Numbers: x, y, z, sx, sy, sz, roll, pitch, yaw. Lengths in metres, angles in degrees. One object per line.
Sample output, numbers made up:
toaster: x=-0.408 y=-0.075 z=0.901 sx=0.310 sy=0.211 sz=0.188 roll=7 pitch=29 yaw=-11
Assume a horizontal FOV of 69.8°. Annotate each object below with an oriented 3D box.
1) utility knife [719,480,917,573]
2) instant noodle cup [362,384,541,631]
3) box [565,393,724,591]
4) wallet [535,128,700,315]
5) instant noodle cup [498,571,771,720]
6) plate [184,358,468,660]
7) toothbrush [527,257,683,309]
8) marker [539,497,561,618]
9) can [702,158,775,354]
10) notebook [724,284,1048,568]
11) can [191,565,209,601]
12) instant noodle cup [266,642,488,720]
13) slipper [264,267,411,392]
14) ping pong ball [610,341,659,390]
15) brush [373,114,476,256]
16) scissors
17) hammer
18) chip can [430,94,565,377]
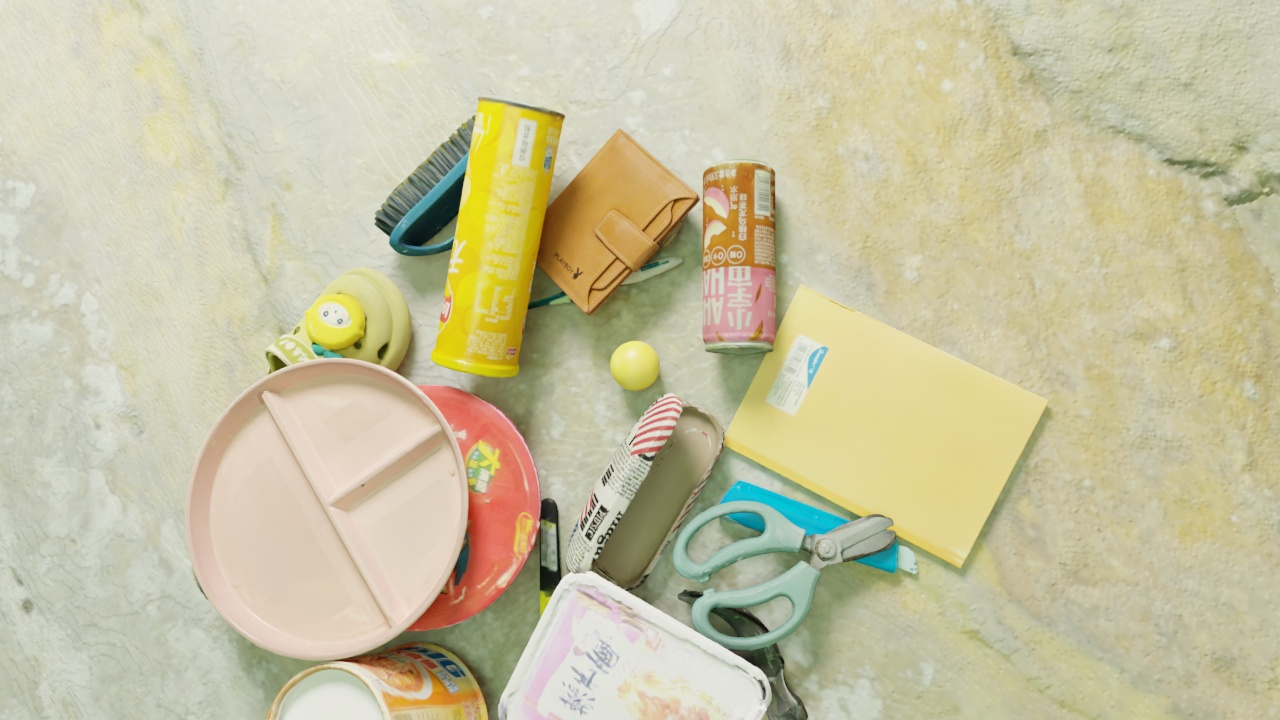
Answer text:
utility knife: x=0.138 y=0.132 z=0.715 sx=0.160 sy=0.018 sz=0.034 roll=18 pitch=90 yaw=11
instant noodle cup: x=-0.170 y=0.118 z=0.750 sx=0.194 sy=0.066 sz=0.193 roll=-1 pitch=81 yaw=7
box: x=-0.006 y=0.100 z=0.713 sx=0.076 sy=0.087 sz=0.163 roll=34 pitch=96 yaw=27
wallet: x=-0.027 y=-0.113 z=0.751 sx=0.132 sy=0.031 sz=0.108 roll=-46 pitch=62 yaw=6
instant noodle cup: x=-0.003 y=0.248 z=0.682 sx=0.173 sy=0.060 sz=0.138 roll=27 pitch=93 yaw=13
plate: x=-0.241 y=0.113 z=0.713 sx=0.229 sy=0.028 sz=0.229 roll=-1 pitch=80 yaw=7
toothbrush: x=-0.054 y=-0.053 z=0.770 sx=0.192 sy=0.016 sz=0.018 roll=-17 pitch=93 yaw=11
marker: x=-0.074 y=0.176 z=0.759 sx=0.018 sy=0.015 sz=0.124 roll=-4 pitch=82 yaw=11
can: x=0.077 y=-0.080 z=0.722 sx=0.058 sy=0.058 sz=0.147 roll=0 pitch=86 yaw=12
notebook: x=0.186 y=0.048 z=0.714 sx=0.206 sy=0.010 sz=0.146 roll=27 pitch=92 yaw=13
can: x=-0.311 y=0.161 z=0.779 sx=0.111 sy=0.075 sz=0.075 roll=-18 pitch=82 yaw=10
instant noodle cup: x=-0.210 y=0.296 z=0.711 sx=0.152 sy=0.111 sz=0.151 roll=-7 pitch=70 yaw=21
slipper: x=-0.272 y=0.009 z=0.780 sx=0.091 sy=0.081 sz=0.190 roll=36 pitch=96 yaw=10
ping pong ball: x=-0.004 y=0.004 z=0.742 sx=0.040 sy=0.040 sz=0.040 roll=-1 pitch=86 yaw=12
brush: x=-0.155 y=-0.140 z=0.777 sx=0.144 sy=0.055 sz=0.073 roll=-44 pitch=82 yaw=6
scissors: x=0.105 y=0.134 z=0.702 sx=0.185 sy=0.019 sz=0.129 roll=-36 pitch=78 yaw=-3
hammer: x=-0.040 y=0.287 z=0.735 sx=0.324 sy=0.032 sz=0.126 roll=-26 pitch=81 yaw=10
chip can: x=-0.114 y=-0.096 z=0.729 sx=0.072 sy=0.072 sz=0.213 roll=14 pitch=99 yaw=13
